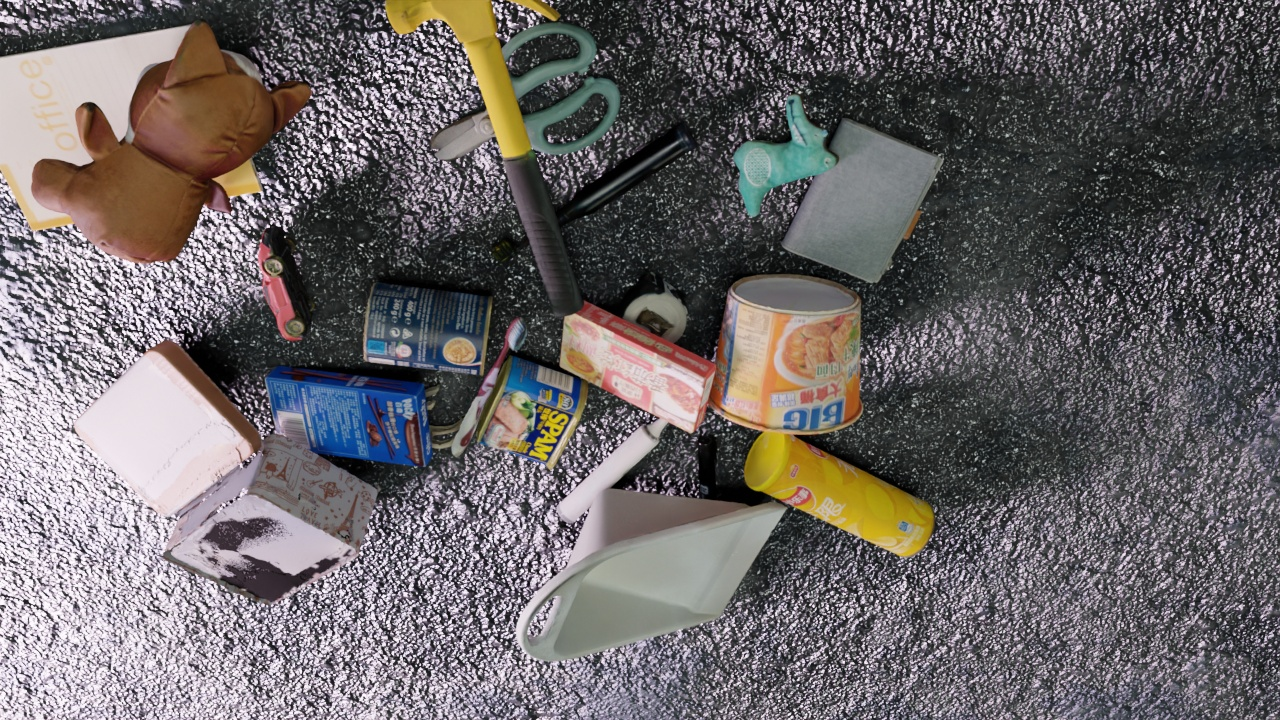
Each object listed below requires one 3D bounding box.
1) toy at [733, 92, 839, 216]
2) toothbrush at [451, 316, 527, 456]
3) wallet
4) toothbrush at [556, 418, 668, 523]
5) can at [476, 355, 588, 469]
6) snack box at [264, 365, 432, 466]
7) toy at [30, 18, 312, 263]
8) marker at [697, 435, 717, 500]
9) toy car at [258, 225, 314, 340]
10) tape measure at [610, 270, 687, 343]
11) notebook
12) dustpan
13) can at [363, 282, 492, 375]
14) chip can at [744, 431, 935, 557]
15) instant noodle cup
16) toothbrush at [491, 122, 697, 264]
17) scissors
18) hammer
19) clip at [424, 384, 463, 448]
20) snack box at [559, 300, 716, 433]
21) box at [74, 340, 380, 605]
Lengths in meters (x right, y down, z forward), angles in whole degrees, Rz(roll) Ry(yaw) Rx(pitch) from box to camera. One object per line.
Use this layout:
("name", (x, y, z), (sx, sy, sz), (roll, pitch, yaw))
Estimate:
("toy", (0.128, -0.185, 0.817), (0.092, 0.030, 0.096), (-12, 101, 13))
("toothbrush", (-0.144, 0.031, 0.868), (0.016, 0.017, 0.188), (-4, 138, -40))
("wallet", (0.206, -0.145, 0.848), (0.106, 0.037, 0.130), (21, 116, -4))
("toothbrush", (-0.009, 0.096, 0.974), (0.026, 0.026, 0.221), (42, 109, -10))
("can", (-0.109, 0.051, 0.915), (0.083, 0.057, 0.102), (20, 126, -14))
("snack box", (-0.285, 0.055, 0.901), (0.157, 0.026, 0.085), (7, 121, 9))
("toy", (-0.369, -0.174, 0.727), (0.200, 0.140, 0.130), (-39, 75, 15))
("marker", (0.075, 0.141, 1.013), (0.022, 0.020, 0.132), (-22, 124, -27))
("toy car", (-0.325, -0.070, 0.833), (0.031, 0.049, 0.106), (-7, 122, -3))
("tape measure", (0.012, -0.045, 0.889), (0.066, 0.033, 0.066), (31, 114, -21))
("notebook", (-0.443, -0.193, 0.772), (0.206, 0.010, 0.146), (-9, 121, 0))
("dustpan", (0.003, 0.250, 0.984), (0.257, 0.142, 0.223), (14, 129, -9))
("can", (-0.197, -0.030, 0.853), (0.111, 0.075, 0.075), (7, 119, -9))
("chip can", (0.217, 0.146, 0.999), (0.213, 0.072, 0.072), (27, 114, -20))
("instant noodle cup", (0.139, -0.012, 0.862), (0.151, 0.151, 0.111), (0, 112, -6))
("toothbrush", (-0.045, -0.147, 0.828), (0.213, 0.026, 0.027), (-30, 127, 13))
("scissors", (-0.094, -0.201, 0.797), (0.185, 0.019, 0.129), (-40, 116, 19))
("hammer", (-0.103, -0.174, 0.780), (0.129, 0.032, 0.301), (-12, 118, 7))
("clip", (-0.217, 0.075, 0.937), (0.096, 0.035, 0.101), (27, 119, -18))
("snack box", (-0.005, 0.005, 0.869), (0.153, 0.025, 0.075), (27, 134, 17))
("box", (-0.413, 0.118, 0.895), (0.179, 0.102, 0.261), (-30, 125, 29))
